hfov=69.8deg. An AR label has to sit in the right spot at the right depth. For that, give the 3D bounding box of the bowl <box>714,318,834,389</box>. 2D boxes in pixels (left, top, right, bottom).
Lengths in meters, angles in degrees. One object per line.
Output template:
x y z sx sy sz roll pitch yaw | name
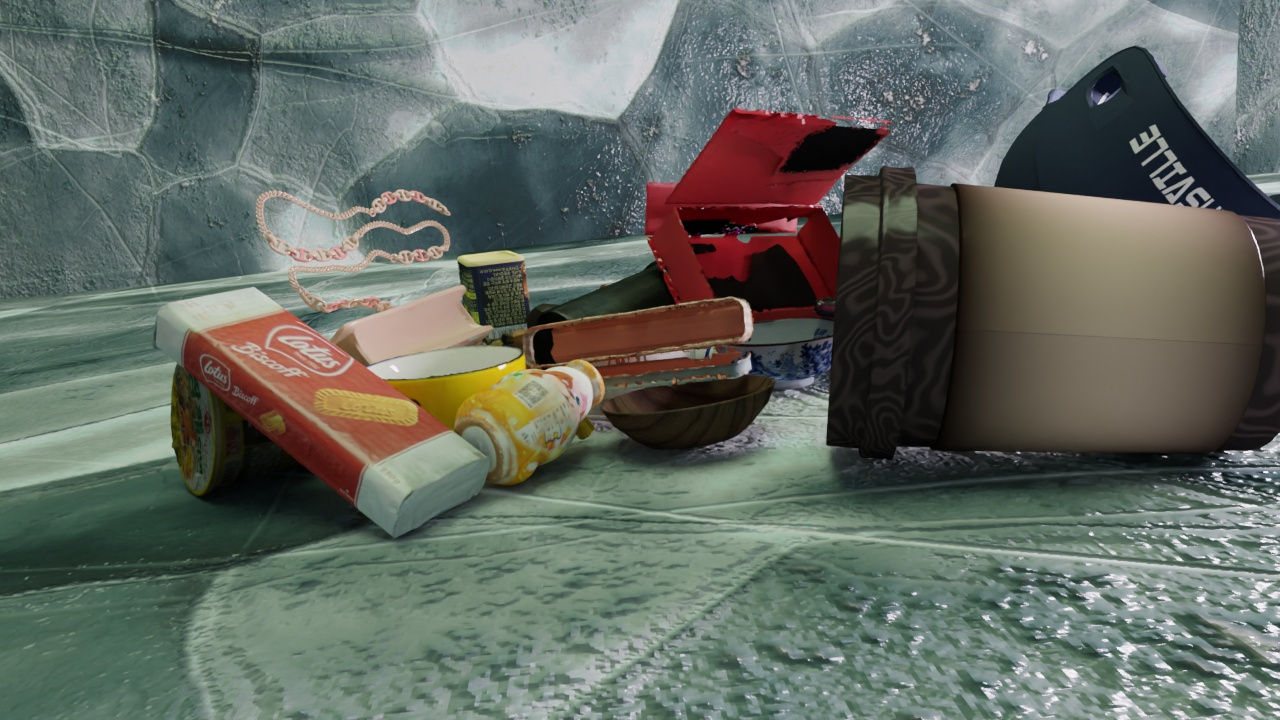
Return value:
0.118 -0.003 0.765 0.114 0.045 0.114 -6 11 1 | bowl

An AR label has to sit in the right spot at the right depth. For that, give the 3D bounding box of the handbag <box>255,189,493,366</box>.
-0.236 -0.045 0.791 0.117 0.187 0.198 -37 -4 34 | handbag

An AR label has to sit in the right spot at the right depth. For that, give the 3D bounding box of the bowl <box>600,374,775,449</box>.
0.034 0.038 0.626 0.119 0.032 0.119 -9 7 1 | bowl

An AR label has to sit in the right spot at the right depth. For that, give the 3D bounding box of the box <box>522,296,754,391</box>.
-0.009 -0.008 0.687 0.187 0.054 0.078 -8 43 20 | box

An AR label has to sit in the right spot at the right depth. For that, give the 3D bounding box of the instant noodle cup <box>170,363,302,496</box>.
-0.262 0.038 0.648 0.108 0.102 0.102 -4 7 -42 | instant noodle cup

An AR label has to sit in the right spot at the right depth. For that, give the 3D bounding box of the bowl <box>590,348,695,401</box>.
-0.005 0.004 0.769 0.105 0.054 0.105 -6 9 1 | bowl

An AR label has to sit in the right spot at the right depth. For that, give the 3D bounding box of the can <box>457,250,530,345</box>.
-0.176 -0.074 1.105 0.075 0.104 0.135 -9 12 -15 | can

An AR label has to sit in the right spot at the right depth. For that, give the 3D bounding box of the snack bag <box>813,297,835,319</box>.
0.210 -0.037 0.837 0.075 0.018 0.155 7 -2 23 | snack bag

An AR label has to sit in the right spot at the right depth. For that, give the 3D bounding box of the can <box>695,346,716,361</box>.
0.034 -0.001 0.828 0.095 0.032 0.032 2 14 34 | can

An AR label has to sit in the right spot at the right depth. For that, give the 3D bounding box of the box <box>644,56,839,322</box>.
0.103 -0.220 0.937 0.211 0.409 0.108 -6 -4 -34 | box

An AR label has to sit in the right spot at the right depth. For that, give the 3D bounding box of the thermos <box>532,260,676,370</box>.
-0.007 -0.043 0.911 0.098 0.098 0.220 5 19 41 | thermos

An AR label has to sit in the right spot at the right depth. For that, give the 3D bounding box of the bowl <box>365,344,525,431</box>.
-0.139 0.032 0.662 0.117 0.068 0.117 -5 11 1 | bowl

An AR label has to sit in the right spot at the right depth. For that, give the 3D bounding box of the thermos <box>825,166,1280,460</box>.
0.227 -0.021 0.527 0.226 0.173 0.172 4 13 12 | thermos

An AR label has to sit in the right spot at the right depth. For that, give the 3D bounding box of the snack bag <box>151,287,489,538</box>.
-0.199 0.024 0.566 0.225 0.041 0.077 33 29 20 | snack bag

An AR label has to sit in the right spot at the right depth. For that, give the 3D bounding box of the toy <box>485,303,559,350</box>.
-0.114 -0.027 0.977 0.100 0.062 0.076 -15 -24 -16 | toy

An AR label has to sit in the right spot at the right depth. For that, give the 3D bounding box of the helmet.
0.445 -0.148 0.865 0.224 0.232 0.271 -44 8 41 | helmet

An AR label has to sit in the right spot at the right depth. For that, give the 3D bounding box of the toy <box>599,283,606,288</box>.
-0.058 -0.035 1.043 0.103 0.070 0.090 -25 15 28 | toy

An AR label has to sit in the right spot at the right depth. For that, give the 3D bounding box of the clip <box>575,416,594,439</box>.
-0.065 0.039 0.665 0.049 0.054 0.045 -26 22 30 | clip

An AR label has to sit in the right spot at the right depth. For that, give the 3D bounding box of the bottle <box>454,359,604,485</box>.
-0.068 0.035 0.598 0.063 0.063 0.108 3 23 37 | bottle

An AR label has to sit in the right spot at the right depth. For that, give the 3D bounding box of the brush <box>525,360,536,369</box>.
-0.117 0.006 0.863 0.030 0.041 0.172 -20 6 23 | brush
